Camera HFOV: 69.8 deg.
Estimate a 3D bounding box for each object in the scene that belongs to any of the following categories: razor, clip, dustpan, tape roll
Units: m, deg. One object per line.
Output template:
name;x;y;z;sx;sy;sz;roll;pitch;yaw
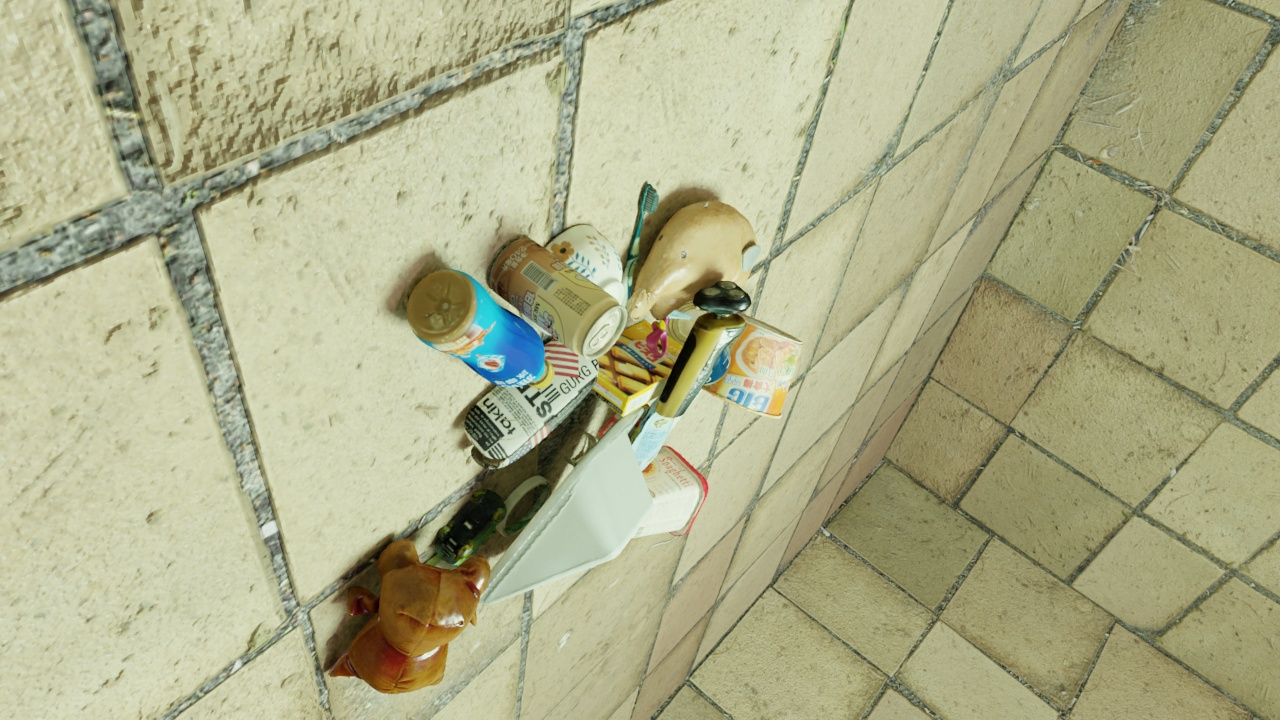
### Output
razor;0.062;-0.010;1.005;0.067;0.062;0.168;19;109;-26
clip;-0.068;0.135;1.196;0.071;0.035;0.100;-46;148;-16
dustpan;-0.091;0.160;1.069;0.258;0.142;0.222;-21;-176;19
tape roll;-0.143;0.180;1.130;0.085;0.014;0.086;-43;156;-25

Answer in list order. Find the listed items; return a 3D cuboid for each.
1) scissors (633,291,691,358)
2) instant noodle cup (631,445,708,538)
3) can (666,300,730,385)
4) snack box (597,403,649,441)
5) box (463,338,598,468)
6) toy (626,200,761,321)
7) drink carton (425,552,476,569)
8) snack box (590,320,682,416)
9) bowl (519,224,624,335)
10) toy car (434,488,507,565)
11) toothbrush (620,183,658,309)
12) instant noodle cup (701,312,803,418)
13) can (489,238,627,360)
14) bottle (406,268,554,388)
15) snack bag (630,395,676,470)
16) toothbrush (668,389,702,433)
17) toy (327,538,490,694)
scissors;0.025;-0.063;1.073;0.113;0.017;0.134;60;35;-26
instant noodle cup;0.018;0.203;1.372;0.124;0.116;0.117;-8;131;-46
can;0.076;-0.024;1.187;0.075;0.075;0.111;-48;157;-14
snack box;-0.008;0.099;1.266;0.075;0.025;0.153;-50;158;-5
box;-0.112;0.048;0.952;0.162;0.076;0.088;-45;178;-28
toy;0.050;-0.108;1.007;0.225;0.082;0.143;-17;125;-52
drink carton;-0.219;0.269;1.067;0.053;0.045;0.123;-33;150;-39
snack box;-0.006;0.006;1.051;0.140;0.087;0.034;-25;145;-49
bowl;-0.056;-0.067;0.881;0.113;0.062;0.114;-42;154;-27
toy car;-0.186;0.185;1.016;0.091;0.043;0.036;-49;155;-8
toothbrush;-0.006;-0.105;0.980;0.016;0.018;0.192;-34;151;-40
instant noodle cup;0.152;0.000;1.296;0.151;0.151;0.111;4;112;-64
can;-0.072;-0.054;0.792;0.058;0.116;0.059;-43;156;-25
bottle;-0.126;-0.015;0.809;0.065;0.065;0.218;-53;158;-3
snack bag;0.027;0.074;1.168;0.110;0.039;0.192;-29;157;-38
toothbrush;0.094;0.038;1.389;0.020;0.029;0.189;41;85;-26
toy;-0.242;0.275;0.963;0.130;0.140;0.200;-97;-152;-57
